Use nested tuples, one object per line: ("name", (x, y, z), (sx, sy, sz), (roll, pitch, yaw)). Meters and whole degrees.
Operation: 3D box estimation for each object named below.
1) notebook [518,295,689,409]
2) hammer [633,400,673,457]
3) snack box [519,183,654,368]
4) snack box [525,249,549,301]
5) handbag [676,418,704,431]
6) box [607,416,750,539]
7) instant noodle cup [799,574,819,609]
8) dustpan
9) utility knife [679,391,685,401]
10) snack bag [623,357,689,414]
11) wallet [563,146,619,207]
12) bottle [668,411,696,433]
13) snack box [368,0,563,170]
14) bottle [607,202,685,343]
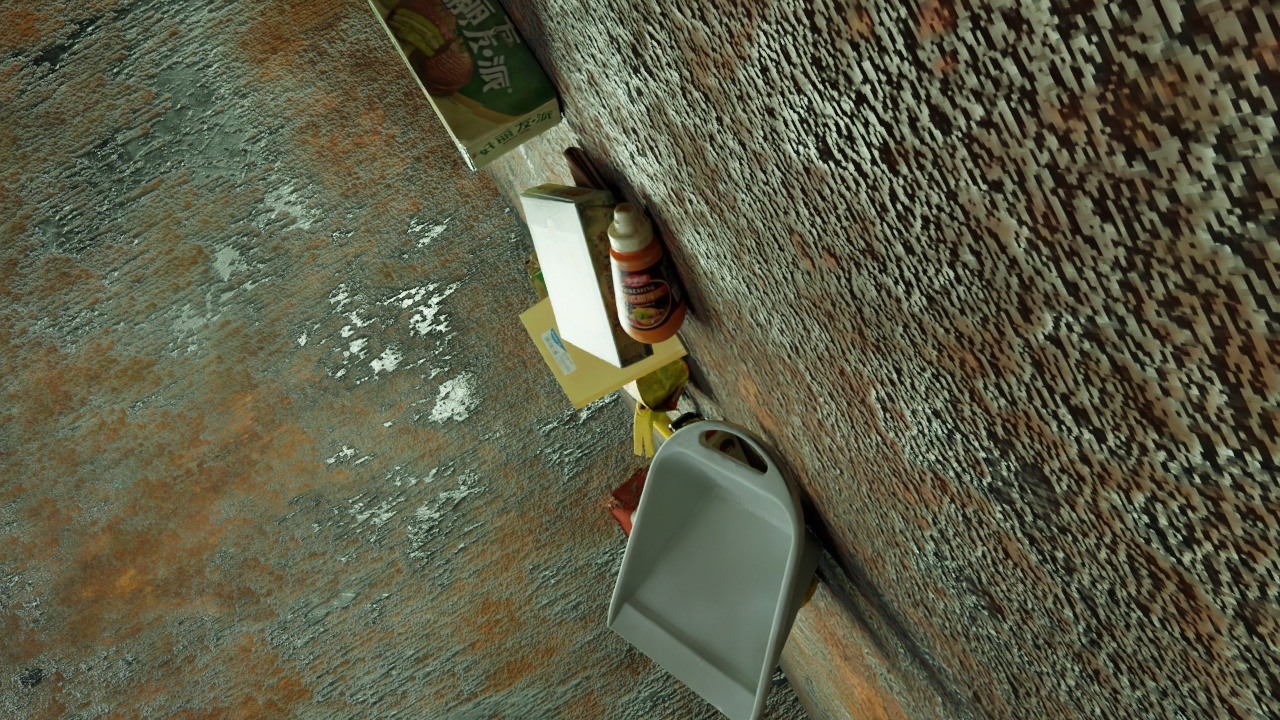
("notebook", (-0.050, -0.034, 1.118), (0.010, 0.207, 0.146), (-35, -85, -49))
("hammer", (0.053, 0.119, 1.442), (0.033, 0.128, 0.301), (7, 160, 23))
("snack box", (-0.062, -0.097, 0.998), (0.178, 0.045, 0.182), (27, 135, 62))
("snack box", (-0.072, -0.112, 1.204), (0.117, 0.118, 0.105), (59, -172, -2))
("handbag", (0.094, 0.145, 1.241), (0.131, 0.068, 0.120), (57, 175, 21))
("box", (0.043, 0.149, 1.114), (0.081, 0.168, 0.091), (20, 145, 51))
("instant noodle cup", (0.132, 0.240, 1.116), (0.138, 0.138, 0.110), (-136, 25, -72))
("dustpan", (0.068, 0.203, 0.956), (0.223, 0.257, 0.142), (25, 169, 40))
("utility knife", (0.033, 0.004, 1.318), (0.151, 0.013, 0.029), (62, 178, -27))
("snack bag", (-0.007, 0.007, 1.231), (0.128, 0.073, 0.208), (63, 166, -19))
("wallet", (-0.039, -0.166, 0.997), (0.115, 0.020, 0.101), (54, 174, 28))
("bottle", (0.111, 0.166, 1.340), (0.195, 0.044, 0.080), (57, -177, 13))
("snack box", (-0.190, -0.328, 0.961), (0.240, 0.114, 0.063), (58, 175, 11))
("bottle", (0.001, -0.085, 0.869), (0.066, 0.066, 0.150), (54, 166, 45))
